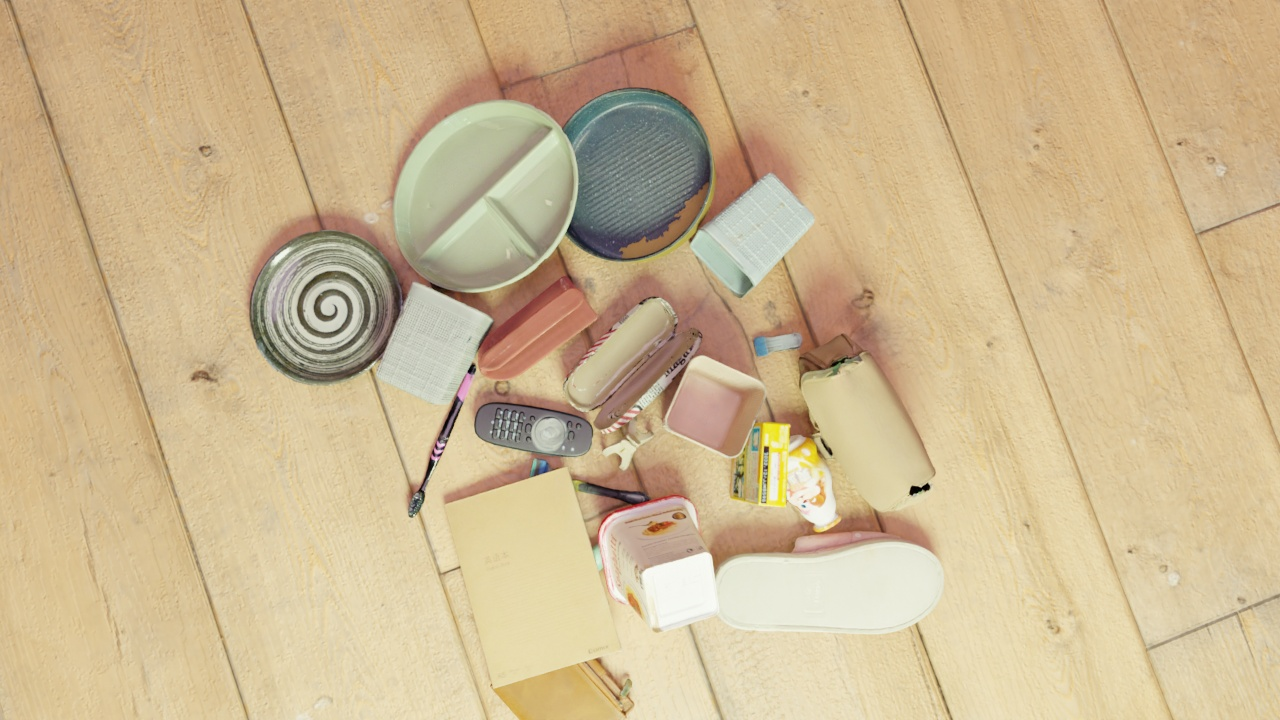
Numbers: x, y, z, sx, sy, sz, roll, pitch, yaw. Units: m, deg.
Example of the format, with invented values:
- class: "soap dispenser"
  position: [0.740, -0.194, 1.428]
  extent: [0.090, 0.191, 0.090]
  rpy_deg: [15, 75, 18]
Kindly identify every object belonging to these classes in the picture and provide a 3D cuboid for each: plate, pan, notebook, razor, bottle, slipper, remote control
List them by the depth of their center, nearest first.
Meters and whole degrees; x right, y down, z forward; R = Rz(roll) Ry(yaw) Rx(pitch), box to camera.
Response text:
- class: "notebook"
  position: [-0.122, 0.241, 1.024]
  extent: [0.149, 0.012, 0.211]
  rpy_deg: [-17, 82, 3]
- class: "plate"
  position: [-0.174, -0.185, 1.038]
  extent: [0.230, 0.027, 0.230]
  rpy_deg: [-4, 76, 17]
- class: "slipper"
  position: [0.210, 0.255, 1.043]
  extent: [0.274, 0.054, 0.114]
  rpy_deg: [-3, 86, -8]
- class: "bottle"
  position: [0.189, 0.141, 1.048]
  extent: [0.063, 0.063, 0.108]
  rpy_deg: [-30, 93, -6]
- class: "plate"
  position: [-0.357, -0.059, 1.048]
  extent: [0.179, 0.024, 0.179]
  rpy_deg: [0, 83, 3]
- class: "pan"
  position: [-0.082, -0.171, 1.050]
  extent: [0.358, 0.078, 0.197]
  rpy_deg: [-30, 80, 14]
- class: "razor"
  position: [-0.058, 0.146, 1.053]
  extent: [0.143, 0.022, 0.042]
  rpy_deg: [12, 86, 0]
- class: "remote control"
  position: [-0.122, 0.080, 1.055]
  extent: [0.136, 0.024, 0.053]
  rpy_deg: [10, 83, -4]

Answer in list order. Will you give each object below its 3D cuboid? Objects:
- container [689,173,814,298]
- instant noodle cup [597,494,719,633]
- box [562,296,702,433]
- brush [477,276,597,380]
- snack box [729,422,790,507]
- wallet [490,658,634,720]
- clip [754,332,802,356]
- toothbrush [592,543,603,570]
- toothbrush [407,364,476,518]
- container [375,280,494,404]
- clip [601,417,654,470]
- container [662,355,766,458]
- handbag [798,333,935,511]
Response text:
- class: "container"
  position: [0.132, -0.146, 1.060]
  extent: [0.111, 0.090, 0.090]
  rpy_deg: [-43, 89, -9]
- class: "instant noodle cup"
  position: [0.025, 0.221, 0.984]
  extent: [0.116, 0.124, 0.116]
  rpy_deg: [-13, 108, -13]
- class: "box"
  position: [-0.006, 0.006, 1.039]
  extent: [0.162, 0.085, 0.075]
  rpy_deg: [-44, 129, -9]
- class: "brush"
  position: [-0.124, -0.031, 1.042]
  extent: [0.145, 0.069, 0.063]
  rpy_deg: [-38, 87, -6]
- class: "snack box"
  position: [0.129, 0.113, 1.008]
  extent: [0.033, 0.140, 0.087]
  rpy_deg: [5, 84, -8]
- class: "wallet"
  position: [-0.082, 0.371, 1.025]
  extent: [0.119, 0.035, 0.130]
  rpy_deg: [-42, 87, -5]
- class: "clip"
  position: [0.163, -0.020, 1.087]
  extent: [0.057, 0.028, 0.024]
  rpy_deg: [-11, 83, 4]
- class: "toothbrush"
  position: [-0.057, 0.231, 1.044]
  extent: [0.224, 0.027, 0.026]
  rpy_deg: [-35, 50, -6]
- class: "toothbrush"
  position: [-0.227, 0.091, 1.052]
  extent: [0.014, 0.018, 0.189]
  rpy_deg: [21, 83, 1]
- class: "container"
  position: [-0.231, -0.015, 1.026]
  extent: [0.090, 0.090, 0.114]
  rpy_deg: [24, 86, 0]
- class: "clip"
  position: [-0.018, 0.100, 1.033]
  extent: [0.035, 0.099, 0.098]
  rpy_deg: [41, 113, -1]
- class: "container"
  position: [0.076, 0.054, 1.025]
  extent: [0.090, 0.111, 0.090]
  rpy_deg: [24, 84, -1]
- class: "handbag"
  position: [0.244, 0.074, 1.016]
  extent: [0.100, 0.148, 0.204]
  rpy_deg: [-30, 86, 2]
